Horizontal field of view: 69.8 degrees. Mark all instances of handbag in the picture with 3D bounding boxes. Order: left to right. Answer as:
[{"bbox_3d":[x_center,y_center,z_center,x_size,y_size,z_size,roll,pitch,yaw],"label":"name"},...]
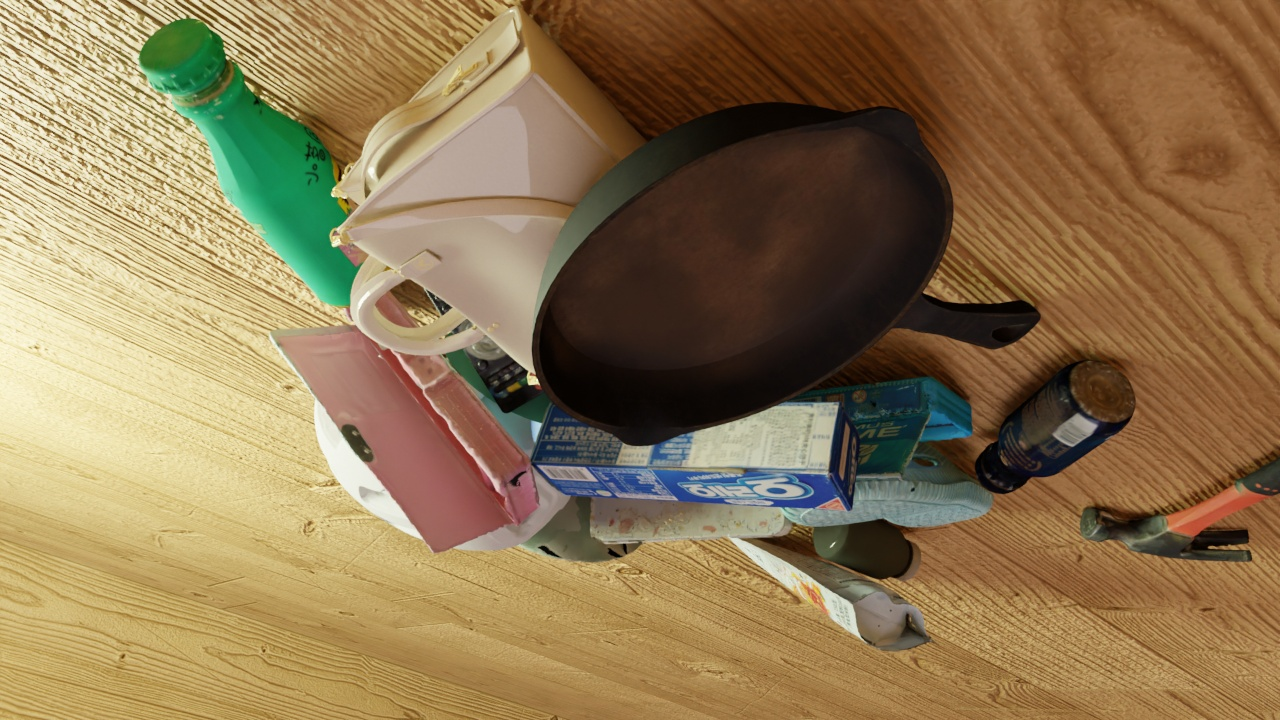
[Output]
[{"bbox_3d":[-0.081,-0.064,0.527,0.198,0.101,0.194,-34,133,19],"label":"handbag"}]

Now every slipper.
[{"bbox_3d":[0.217,0.103,0.780,0.116,0.069,0.275,-18,159,37],"label":"slipper"}]

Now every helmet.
[{"bbox_3d":[-0.193,0.076,0.884,0.283,0.183,0.224,21,154,30],"label":"helmet"}]

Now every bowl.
[{"bbox_3d":[-0.090,-0.005,0.721,0.121,0.121,0.046,27,109,-24],"label":"bowl"},{"bbox_3d":[-0.074,0.144,0.980,0.174,0.068,0.174,9,-165,-3],"label":"bowl"}]

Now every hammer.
[{"bbox_3d":[0.492,0.092,0.708,0.133,0.033,0.334,14,151,0],"label":"hammer"}]

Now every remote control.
[{"bbox_3d":[-0.114,-0.031,0.654,0.045,0.021,0.140,-29,101,4],"label":"remote control"}]

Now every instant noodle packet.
[{"bbox_3d":[0.187,0.240,0.992,0.146,0.057,0.269,29,172,-21],"label":"instant noodle packet"}]

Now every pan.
[{"bbox_3d":[0.103,-0.041,0.519,0.355,0.043,0.249,3,139,-33],"label":"pan"}]

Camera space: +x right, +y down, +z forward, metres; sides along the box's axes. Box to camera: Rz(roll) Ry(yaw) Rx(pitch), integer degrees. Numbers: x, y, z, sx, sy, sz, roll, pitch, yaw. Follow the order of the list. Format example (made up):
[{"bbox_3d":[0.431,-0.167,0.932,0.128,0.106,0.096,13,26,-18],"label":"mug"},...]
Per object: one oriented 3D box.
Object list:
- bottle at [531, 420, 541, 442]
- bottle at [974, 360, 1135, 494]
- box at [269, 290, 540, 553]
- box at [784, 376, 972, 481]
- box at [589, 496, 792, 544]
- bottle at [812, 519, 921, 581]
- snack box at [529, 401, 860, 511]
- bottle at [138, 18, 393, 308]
[{"bbox_3d":[-0.028,0.055,0.800,0.131,0.048,0.048,0,164,-39],"label":"bottle"},{"bbox_3d":[0.304,0.056,0.690,0.056,0.056,0.161,13,152,-1],"label":"bottle"},{"bbox_3d":[-0.182,0.039,0.686,0.232,0.098,0.100,47,159,20],"label":"box"},{"bbox_3d":[0.114,0.054,0.720,0.244,0.063,0.174,-10,-179,35],"label":"box"},{"bbox_3d":[0.063,0.127,0.899,0.217,0.094,0.107,-9,171,33],"label":"box"},{"bbox_3d":[0.238,0.193,0.959,0.108,0.060,0.060,24,150,-20],"label":"bottle"},{"bbox_3d":[0.033,0.064,0.635,0.227,0.059,0.059,-2,145,30],"label":"snack box"},{"bbox_3d":[-0.228,-0.117,0.578,0.068,0.068,0.210,3,150,17],"label":"bottle"}]
